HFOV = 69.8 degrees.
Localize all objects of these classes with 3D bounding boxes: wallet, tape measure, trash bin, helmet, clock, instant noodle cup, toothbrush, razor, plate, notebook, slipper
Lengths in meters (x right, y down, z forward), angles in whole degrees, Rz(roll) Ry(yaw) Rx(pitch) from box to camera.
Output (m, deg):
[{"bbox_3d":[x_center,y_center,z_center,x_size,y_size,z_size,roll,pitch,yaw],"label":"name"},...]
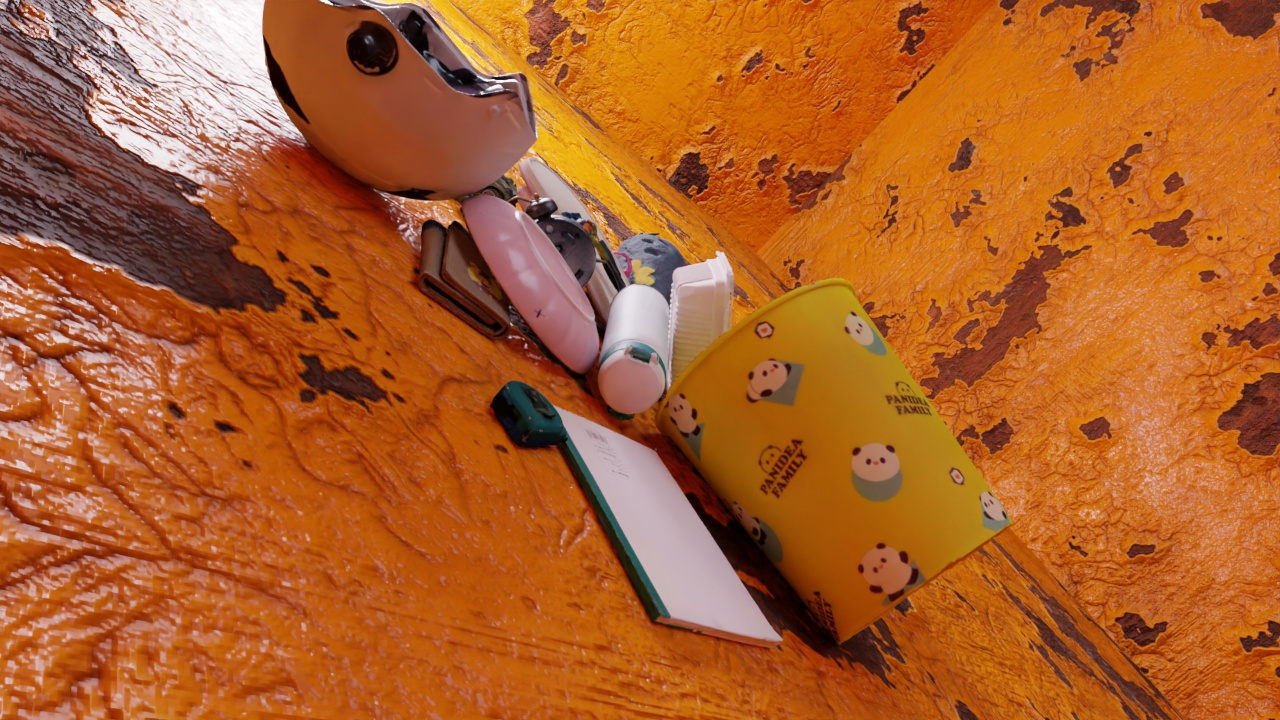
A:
[{"bbox_3d":[-0.149,-0.071,0.779,0.090,0.033,0.115,38,18,-26],"label":"wallet"},{"bbox_3d":[-0.079,0.038,0.655,0.054,0.025,0.058,50,14,21],"label":"tape measure"},{"bbox_3d":[0.177,0.095,0.830,0.255,0.230,0.229,55,17,21],"label":"trash bin"},{"bbox_3d":[-0.223,-0.233,0.809,0.258,0.146,0.228,28,17,-20],"label":"helmet"},{"bbox_3d":[-0.098,-0.120,0.960,0.122,0.082,0.055,40,10,-17],"label":"clock"},{"bbox_3d":[0.062,-0.026,1.011,0.060,0.174,0.138,2,19,-1],"label":"instant noodle cup"},{"bbox_3d":[-0.006,0.006,0.988,0.181,0.018,0.015,47,22,22],"label":"toothbrush"},{"bbox_3d":[-0.039,-0.111,1.035,0.142,0.022,0.042,59,23,6],"label":"razor"},{"bbox_3d":[-0.091,-0.077,0.843,0.192,0.039,0.192,55,7,-11],"label":"plate"},{"bbox_3d":[0.012,0.121,0.692,0.150,0.012,0.209,29,20,-46],"label":"notebook"},{"bbox_3d":[-0.075,-0.121,1.083,0.274,0.054,0.114,59,20,13],"label":"slipper"}]

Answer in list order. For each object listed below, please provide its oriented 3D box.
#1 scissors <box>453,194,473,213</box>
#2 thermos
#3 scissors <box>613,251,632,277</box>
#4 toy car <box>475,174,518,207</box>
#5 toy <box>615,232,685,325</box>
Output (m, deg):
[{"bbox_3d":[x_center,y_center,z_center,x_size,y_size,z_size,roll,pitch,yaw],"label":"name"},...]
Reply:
[{"bbox_3d":[-0.156,-0.156,1.050,0.142,0.014,0.173,44,13,-1],"label":"scissors"},{"bbox_3d":[-0.006,-0.011,0.900,0.073,0.073,0.224,41,17,-12],"label":"thermos"},{"bbox_3d":[-0.073,-0.135,1.148,0.135,0.064,0.017,34,3,-4],"label":"scissors"},{"bbox_3d":[-0.208,-0.232,1.078,0.158,0.042,0.070,35,15,-21],"label":"toy car"},{"bbox_3d":[0.022,-0.109,1.262,0.138,0.091,0.355,56,15,-2],"label":"toy"}]
